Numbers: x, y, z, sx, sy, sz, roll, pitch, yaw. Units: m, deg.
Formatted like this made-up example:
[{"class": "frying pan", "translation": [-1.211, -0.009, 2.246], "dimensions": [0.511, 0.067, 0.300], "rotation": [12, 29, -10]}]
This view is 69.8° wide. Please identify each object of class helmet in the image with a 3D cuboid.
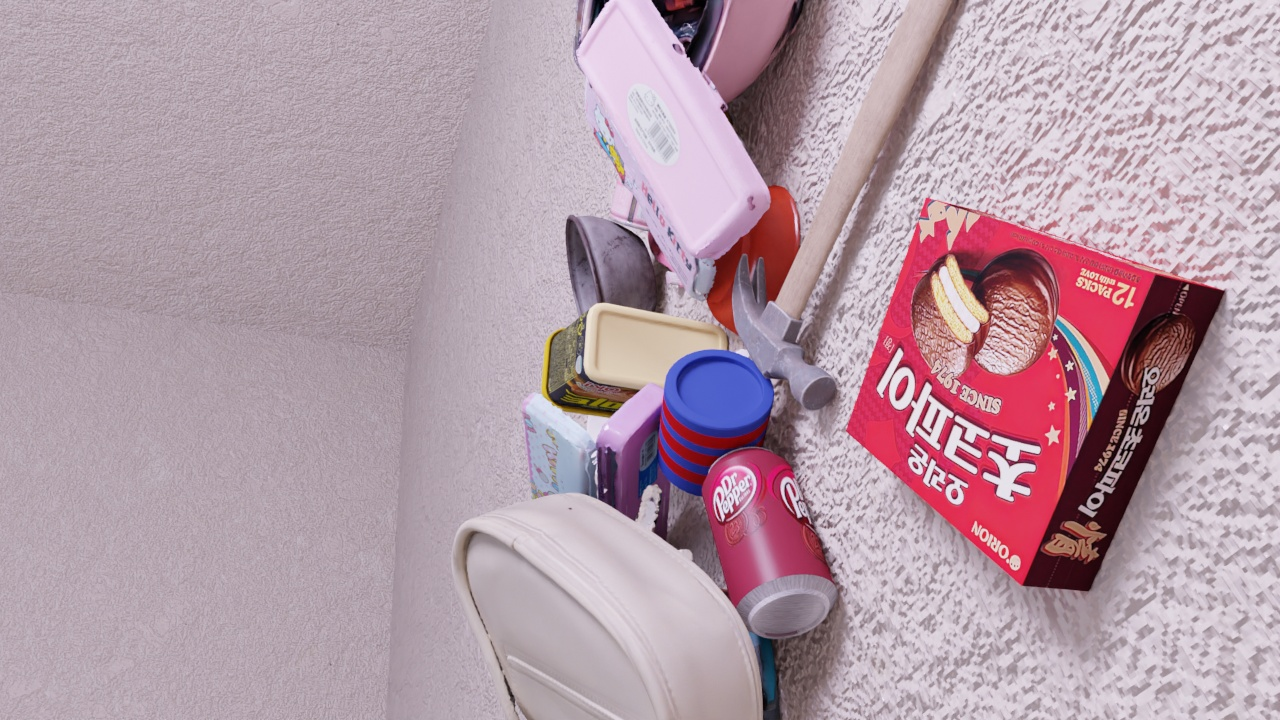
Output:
[{"class": "helmet", "translation": [0.042, -0.314, 0.736], "dimensions": [0.231, 0.152, 0.255], "rotation": [-39, 63, 57]}]

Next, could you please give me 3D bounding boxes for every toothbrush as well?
[{"class": "toothbrush", "translation": [0.022, -0.107, 0.912], "dimensions": [0.135, 0.016, 0.022], "rotation": [-112, 35, -54]}]

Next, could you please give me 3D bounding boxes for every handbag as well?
[{"class": "handbag", "translation": [-0.008, 0.183, 0.586], "dimensions": [0.229, 0.131, 0.184], "rotation": [3, 102, 53]}]

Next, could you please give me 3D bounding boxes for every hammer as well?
[{"class": "hammer", "translation": [0.138, -0.136, 0.566], "dimensions": [0.119, 0.030, 0.332], "rotation": [52, 130, 49]}]

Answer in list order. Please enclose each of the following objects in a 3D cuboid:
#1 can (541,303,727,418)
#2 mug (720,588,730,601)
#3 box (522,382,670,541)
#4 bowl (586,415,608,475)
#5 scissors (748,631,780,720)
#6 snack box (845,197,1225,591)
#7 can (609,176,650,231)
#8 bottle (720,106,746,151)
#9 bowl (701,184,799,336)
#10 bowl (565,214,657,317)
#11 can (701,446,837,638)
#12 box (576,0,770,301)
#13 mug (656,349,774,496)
[{"class": "can", "translation": [-0.005, 0.004, 0.770], "dimensions": [0.101, 0.130, 0.072], "rotation": [150, 127, -62]}, {"class": "mug", "translation": [0.009, 0.218, 0.660], "dimensions": [0.096, 0.123, 0.110], "rotation": [58, -147, -60]}, {"class": "box", "translation": [-0.037, 0.099, 0.744], "dimensions": [0.089, 0.092, 0.215], "rotation": [-44, -30, -35]}, {"class": "bowl", "translation": [-0.011, 0.061, 0.876], "dimensions": [0.105, 0.054, 0.105], "rotation": [-173, 90, -69]}, {"class": "scissors", "translation": [0.076, 0.178, 0.606], "dimensions": [0.120, 0.019, 0.150], "rotation": [33, -131, -85]}, {"class": "snack box", "translation": [0.167, 0.006, 0.427], "dimensions": [0.152, 0.035, 0.133], "rotation": [-128, 50, -64]}, {"class": "can", "translation": [0.009, -0.169, 0.897], "dimensions": [0.067, 0.067, 0.076], "rotation": [-128, 50, -64]}, {"class": "bottle", "translation": [0.049, -0.217, 0.828], "dimensions": [0.186, 0.053, 0.053], "rotation": [-112, 36, -56]}, {"class": "bowl", "translation": [0.078, -0.079, 0.714], "dimensions": [0.122, 0.035, 0.122], "rotation": [-172, 91, -71]}, {"class": "bowl", "translation": [-0.026, -0.080, 0.924], "dimensions": [0.145, 0.067, 0.145], "rotation": [167, 91, -78]}, {"class": "can", "translation": [0.079, 0.114, 0.584], "dimensions": [0.114, 0.063, 0.063], "rotation": [-103, 29, -47]}, {"class": "box", "translation": [0.010, -0.153, 0.683], "dimensions": [0.201, 0.058, 0.156], "rotation": [61, 149, 15]}, {"class": "mug", "translation": [0.059, 0.033, 0.660], "dimensions": [0.076, 0.075, 0.111], "rotation": [95, -158, -45]}]
